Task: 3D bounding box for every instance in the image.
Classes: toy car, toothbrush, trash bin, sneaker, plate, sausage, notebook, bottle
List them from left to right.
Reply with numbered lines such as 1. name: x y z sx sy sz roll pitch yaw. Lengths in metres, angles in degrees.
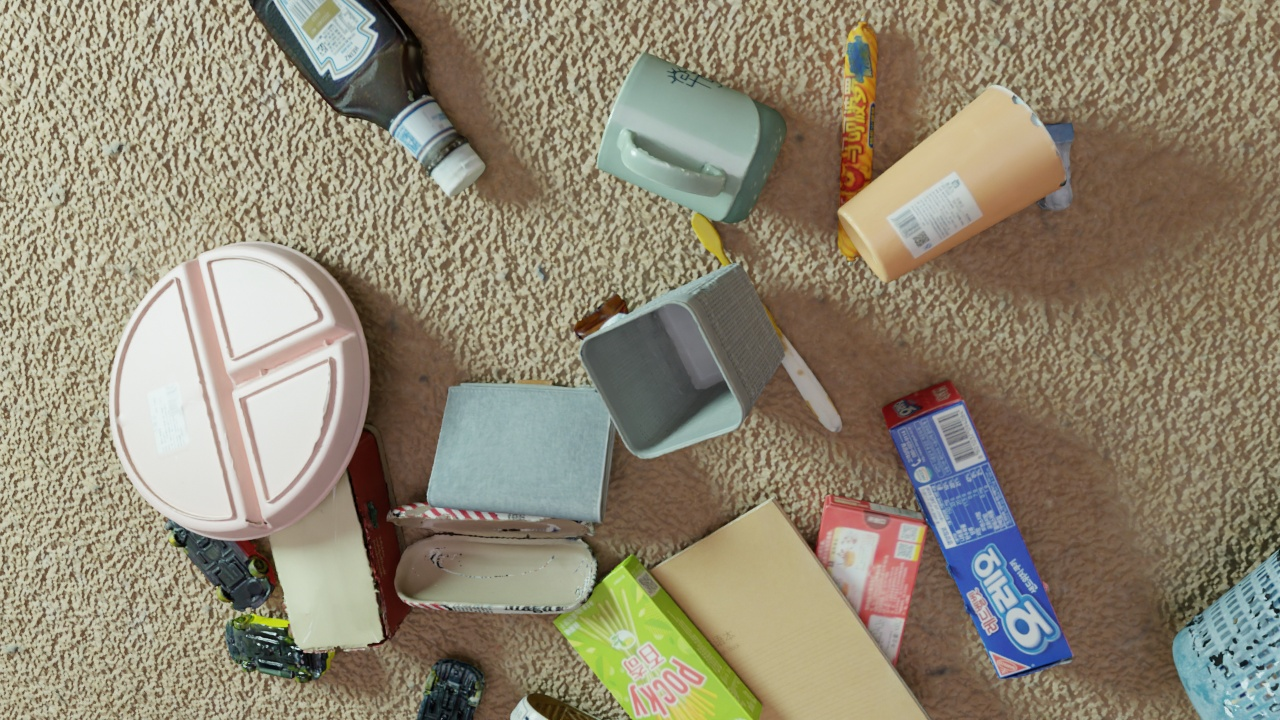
1. toy car: -0.348 0.162 0.770 0.049 0.031 0.106 -38 92 16
2. plate: -0.309 0.020 0.691 0.230 0.028 0.229 -2 84 17
3. toy car: -0.307 0.242 0.783 0.105 0.032 0.048 1 104 21
4. bottle: -0.187 -0.202 0.651 0.080 0.044 0.195 -39 95 16
5. toy car: -0.162 0.299 0.772 0.049 0.031 0.106 19 104 5
6. sneaker: -0.006 0.357 0.724 0.241 0.118 0.088 25 88 9
7. toothbrush: 0.092 -0.026 0.663 0.016 0.018 0.191 -33 99 17
8. notebook: 0.103 0.226 0.699 0.150 0.012 0.211 -36 88 24
9. sausage: 0.147 -0.146 0.620 0.021 0.021 0.165 1 103 9
10. trash bin: 0.462 0.188 0.565 0.226 0.226 0.196 42 118 -2

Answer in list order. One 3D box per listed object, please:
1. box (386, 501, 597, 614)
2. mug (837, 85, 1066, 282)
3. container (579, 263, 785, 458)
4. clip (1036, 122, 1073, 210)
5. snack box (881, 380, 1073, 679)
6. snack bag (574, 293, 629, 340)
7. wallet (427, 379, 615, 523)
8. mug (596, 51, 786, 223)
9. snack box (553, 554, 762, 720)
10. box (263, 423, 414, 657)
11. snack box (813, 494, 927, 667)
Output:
1. box: -0.115 0.153 0.706 0.162 0.076 0.087 -1 73 7
2. mug: 0.193 -0.106 0.585 0.123 0.078 0.078 -35 96 8
3. container: 0.035 -0.006 0.617 0.090 0.114 0.090 -22 100 32
4. clip: 0.273 -0.127 0.606 0.025 0.035 0.058 -3 102 7
5. snack box: 0.238 0.121 0.650 0.057 0.058 0.207 -24 98 14
6. snack bag: -0.004 0.004 0.679 0.045 0.026 0.105 -34 95 17
7. wallet: -0.085 0.064 0.685 0.130 0.037 0.106 3 67 9
8. mug: 0.032 -0.137 0.595 0.106 0.111 0.082 25 124 0
9. snack box: 0.013 0.237 0.716 0.086 0.026 0.156 -42 85 23
10. box: -0.245 0.143 0.725 0.091 0.078 0.168 -7 101 11
11. snack box: 0.163 0.181 0.694 0.075 0.025 0.153 10 104 8
